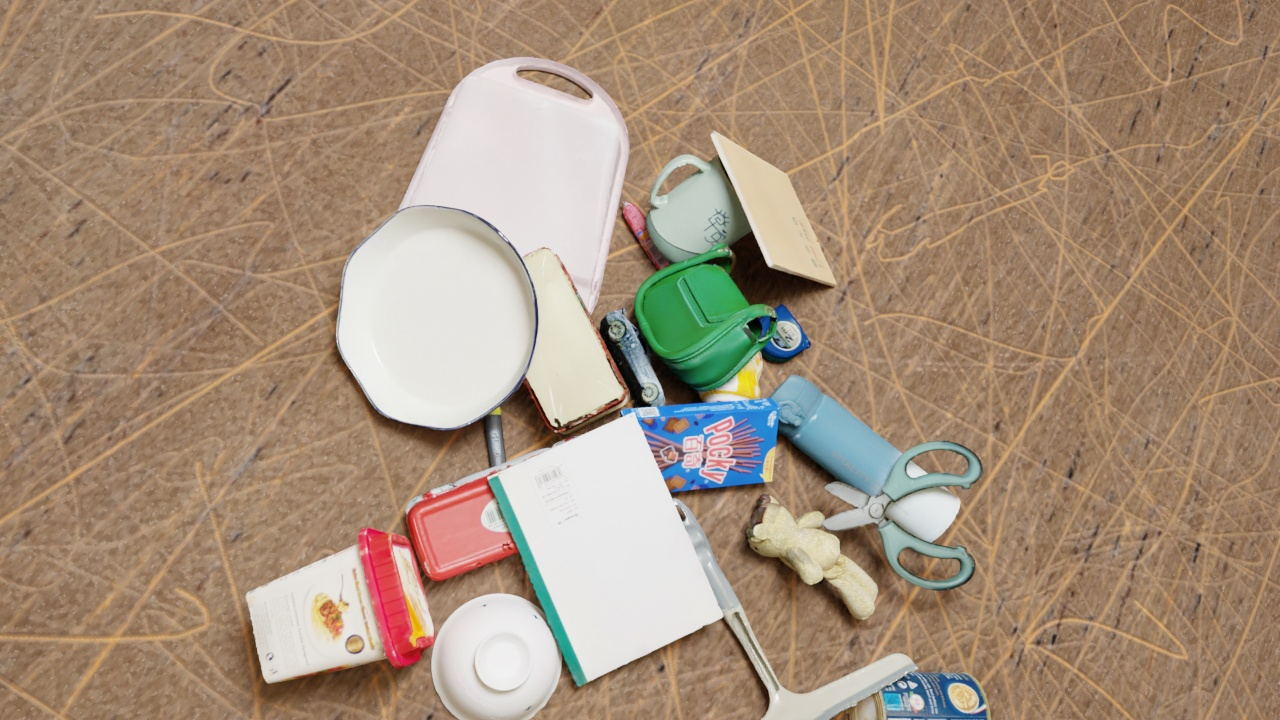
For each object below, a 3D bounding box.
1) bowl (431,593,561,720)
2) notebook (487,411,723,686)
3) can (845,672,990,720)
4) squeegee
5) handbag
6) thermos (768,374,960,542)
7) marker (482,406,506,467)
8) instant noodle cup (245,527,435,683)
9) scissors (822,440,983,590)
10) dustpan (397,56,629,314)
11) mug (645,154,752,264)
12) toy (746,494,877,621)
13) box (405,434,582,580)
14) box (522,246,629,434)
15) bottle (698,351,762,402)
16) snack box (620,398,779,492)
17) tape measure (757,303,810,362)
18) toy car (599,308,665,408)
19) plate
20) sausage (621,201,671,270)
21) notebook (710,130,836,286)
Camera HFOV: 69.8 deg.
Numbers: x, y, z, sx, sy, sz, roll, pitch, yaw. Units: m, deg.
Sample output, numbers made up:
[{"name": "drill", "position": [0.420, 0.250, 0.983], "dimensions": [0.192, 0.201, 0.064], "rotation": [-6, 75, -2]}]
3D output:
[{"name": "bowl", "position": [-0.123, 0.263, 0.806], "dimensions": [0.118, 0.065, 0.118], "rotation": [4, 71, -12]}, {"name": "notebook", "position": [-0.031, 0.172, 0.842], "dimensions": [0.150, 0.012, 0.209], "rotation": [-23, 91, -11]}, {"name": "can", "position": [0.262, 0.335, 0.872], "dimensions": [0.111, 0.075, 0.075], "rotation": [5, 71, -12]}, {"name": "squeegee", "position": [0.089, 0.243, 0.881], "dimensions": [0.246, 0.039, 0.246], "rotation": [-29, 75, -3]}, {"name": "handbag", "position": [0.062, -0.046, 0.910], "dimensions": [0.120, 0.068, 0.131], "rotation": [-37, 43, 10]}, {"name": "thermos", "position": [0.223, 0.100, 0.945], "dimensions": [0.220, 0.070, 0.070], "rotation": [38, 67, 0]}, {"name": "marker", "position": [-0.143, 0.066, 0.893], "dimensions": [0.018, 0.015, 0.124], "rotation": [-7, 76, -13]}, {"name": "instant noodle cup", "position": [-0.251, 0.213, 0.773], "dimensions": [0.124, 0.116, 0.116], "rotation": [-18, 77, -6]}, {"name": "scissors", "position": [0.267, 0.164, 0.901], "dimensions": [0.174, 0.019, 0.177], "rotation": [-19, 90, -5]}, {"name": "dustpan", "position": [-0.122, -0.195, 0.989], "dimensions": [0.222, 0.139, 0.273], "rotation": [20, 97, -8]}, {"name": "mug", "position": [0.057, -0.159, 0.952], "dimensions": [0.111, 0.107, 0.082], "rotation": [41, 29, -31]}, {"name": "toy", "position": [0.171, 0.197, 0.908], "dimensions": [0.157, 0.066, 0.104], "rotation": [38, 35, -4]}, {"name": "box", "position": [-0.116, 0.135, 0.862], "dimensions": [0.201, 0.049, 0.087], "rotation": [-19, 87, -19]}, {"name": "box", "position": [-0.081, -0.020, 0.886], "dimensions": [0.091, 0.079, 0.168], "rotation": [-27, 83, -1]}, {"name": "bottle", "position": [0.095, -0.002, 0.948], "dimensions": [0.063, 0.063, 0.108], "rotation": [10, 71, -11]}, {"name": "snack box", "position": [0.058, 0.085, 0.904], "dimensions": [0.157, 0.026, 0.085], "rotation": [-4, 113, -13]}, {"name": "tape measure", "position": [0.149, -0.026, 0.990], "dimensions": [0.054, 0.025, 0.058], "rotation": [-32, 78, -19]}, {"name": "toy car", "position": [-0.005, 0.005, 0.926], "dimensions": [0.036, 0.054, 0.120], "rotation": [-22, 79, -18]}, {"name": "plate", "position": [-0.183, -0.039, 0.851], "dimensions": [0.205, 0.045, 0.205], "rotation": [1, 95, 16]}, {"name": "sausage", "position": [0.023, -0.109, 0.990], "dimensions": [0.020, 0.020, 0.156], "rotation": [-31, 83, -21]}, {"name": "notebook", "position": [0.145, -0.153, 0.963], "dimensions": [0.207, 0.008, 0.147], "rotation": [2, 64, -61]}]
